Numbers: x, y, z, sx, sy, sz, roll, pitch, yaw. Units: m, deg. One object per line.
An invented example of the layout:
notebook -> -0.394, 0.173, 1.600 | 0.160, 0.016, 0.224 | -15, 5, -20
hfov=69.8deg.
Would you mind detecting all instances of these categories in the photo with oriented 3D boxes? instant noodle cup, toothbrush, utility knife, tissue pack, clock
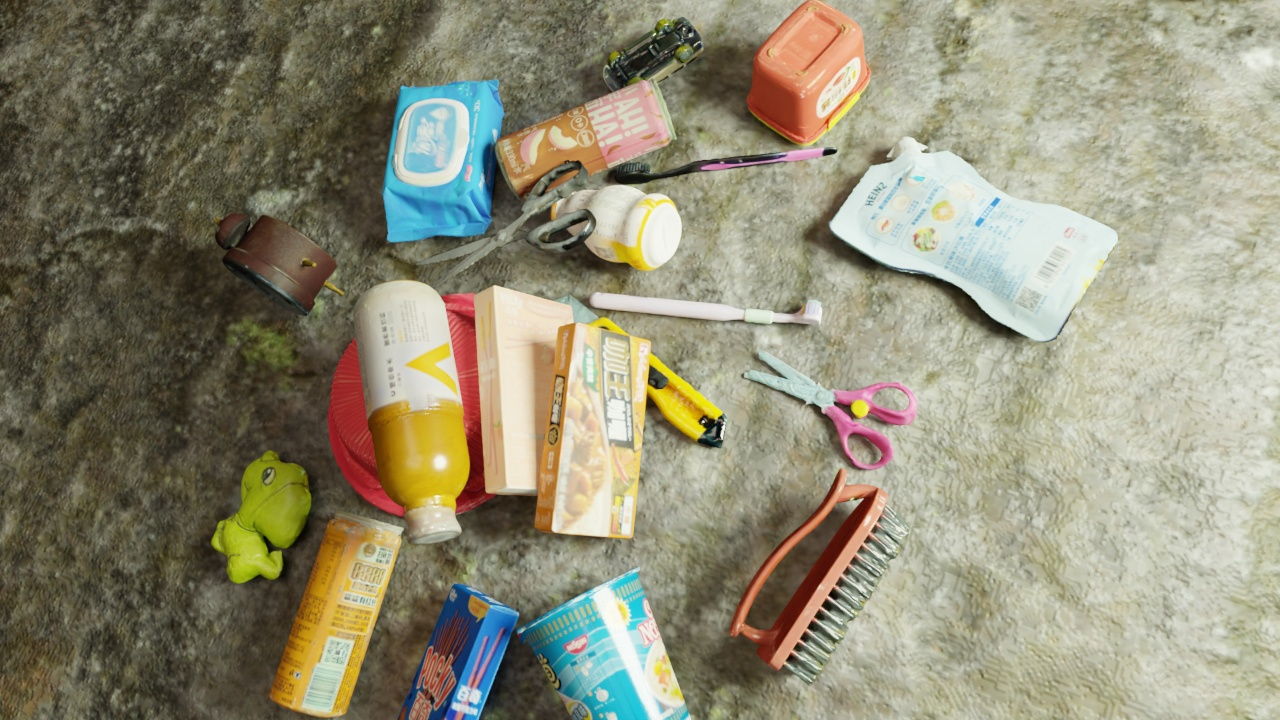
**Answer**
instant noodle cup -> -0.175, 0.027, 0.738 | 0.194, 0.066, 0.193 | -4, 71, 11
instant noodle cup -> -0.020, 0.215, 0.638 | 0.099, 0.099, 0.110 | -28, 78, 1
toothbrush -> 0.049, -0.043, 0.739 | 0.189, 0.029, 0.021 | 4, 111, 14
toothbrush -> 0.071, -0.169, 0.778 | 0.189, 0.014, 0.017 | -5, 60, 9
utility knife -> -0.004, 0.004, 0.736 | 0.193, 0.015, 0.033 | 40, 82, 20
tissue pack -> -0.175, -0.178, 0.808 | 0.095, 0.052, 0.157 | 0, 73, 11
clock -> -0.320, -0.087, 0.794 | 0.122, 0.082, 0.055 | 27, 75, 17

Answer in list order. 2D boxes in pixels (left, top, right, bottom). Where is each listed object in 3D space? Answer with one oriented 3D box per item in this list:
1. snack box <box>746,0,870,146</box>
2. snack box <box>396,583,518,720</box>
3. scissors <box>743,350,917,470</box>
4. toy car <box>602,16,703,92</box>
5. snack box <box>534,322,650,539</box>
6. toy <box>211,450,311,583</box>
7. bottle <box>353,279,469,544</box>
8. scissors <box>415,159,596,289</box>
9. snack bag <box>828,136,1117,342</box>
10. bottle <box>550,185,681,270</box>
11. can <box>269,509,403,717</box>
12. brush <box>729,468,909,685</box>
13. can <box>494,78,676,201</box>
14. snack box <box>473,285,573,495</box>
snack box -> 0.135, -0.238, 0.750 | 0.082, 0.080, 0.091 | 40, 84, 20
snack box -> -0.141, 0.244, 0.656 | 0.026, 0.085, 0.157 | 27, 76, -26
scissors -> 0.136, 0.038, 0.700 | 0.138, 0.017, 0.077 | 17, 86, 20
toy car -> 0.011, -0.262, 0.807 | 0.090, 0.035, 0.042 | -32, 68, 1
snack box -> -0.034, 0.054, 0.687 | 0.026, 0.075, 0.153 | -5, 76, 51
toy -> -0.305, 0.128, 0.750 | 0.100, 0.031, 0.096 | -38, 69, 3
bottle -> -0.162, 0.036, 0.661 | 0.068, 0.068, 0.189 | -16, 71, 6
scissors -> -0.106, -0.103, 0.745 | 0.171, 0.014, 0.159 | 21, 71, 39
snack bag -> 0.253, -0.098, 0.706 | 0.191, 0.039, 0.110 | 31, 86, 20
bottle -> -0.022, -0.114, 0.753 | 0.108, 0.063, 0.063 | 20, 77, 30
can -> -0.230, 0.192, 0.700 | 0.058, 0.058, 0.145 | 12, 75, 15
brush -> 0.126, 0.147, 0.640 | 0.069, 0.063, 0.145 | 36, 81, 6
can -> -0.047, -0.187, 0.783 | 0.147, 0.058, 0.058 | -21, 70, 4
snack box -> -0.084, 0.026, 0.708 | 0.026, 0.084, 0.157 | -21, 68, 38
